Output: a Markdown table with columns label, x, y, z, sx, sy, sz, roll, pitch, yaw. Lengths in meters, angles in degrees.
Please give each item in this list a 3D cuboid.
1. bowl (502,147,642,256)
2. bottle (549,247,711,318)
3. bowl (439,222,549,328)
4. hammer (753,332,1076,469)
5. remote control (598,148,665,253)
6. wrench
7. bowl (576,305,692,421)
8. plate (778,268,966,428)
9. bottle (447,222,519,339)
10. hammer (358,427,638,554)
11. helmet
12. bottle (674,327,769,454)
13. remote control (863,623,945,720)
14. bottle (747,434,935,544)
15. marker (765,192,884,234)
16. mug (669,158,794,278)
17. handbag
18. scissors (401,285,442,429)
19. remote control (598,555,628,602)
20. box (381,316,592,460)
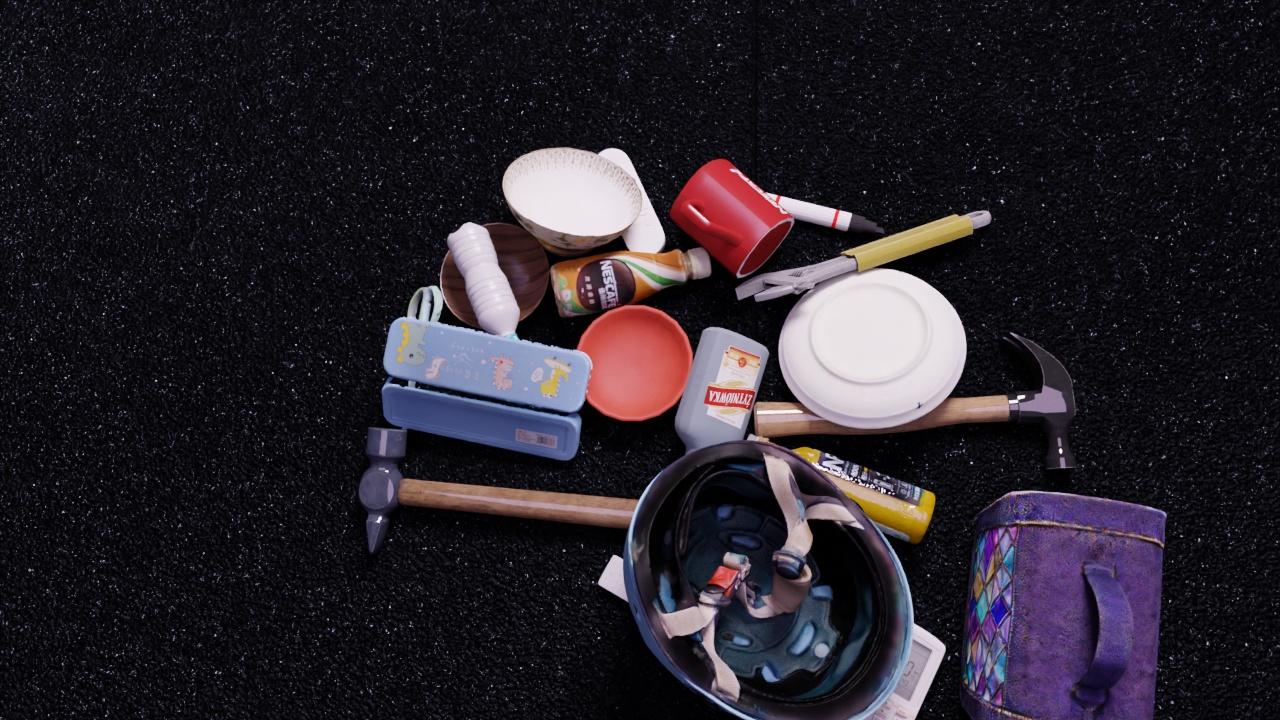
| label | x | y | z | sx | sy | sz | roll | pitch | yaw |
| --- | --- | --- | --- | --- | --- | --- | --- | --- | --- |
| bowl | -0.075 | -0.157 | 0.970 | 0.145 | 0.063 | 0.145 | 7 | 48 | -8 |
| bottle | -0.009 | -0.088 | 0.966 | 0.167 | 0.059 | 0.059 | -12 | 76 | -5 |
| bowl | -0.155 | -0.087 | 0.994 | 0.119 | 0.032 | 0.119 | -2 | 77 | 6 |
| hammer | 0.267 | 0.047 | 0.915 | 0.305 | 0.040 | 0.132 | -3 | 80 | 7 |
| remote control | -0.013 | -0.172 | 1.007 | 0.043 | 0.013 | 0.136 | -24 | 76 | 1 |
| wrench | 0.232 | -0.108 | 0.945 | 0.273 | 0.083 | 0.018 | -19 | 107 | -5 |
| bowl | -0.006 | 0.006 | 0.954 | 0.122 | 0.035 | 0.122 | -2 | 77 | 6 |
| plate | 0.227 | -0.022 | 0.908 | 0.182 | 0.034 | 0.182 | -7 | 60 | 12 |
| bottle | -0.159 | -0.076 | 0.951 | 0.044 | 0.044 | 0.136 | -24 | 76 | 1 |
| hammer | -0.129 | 0.146 | 0.936 | 0.322 | 0.040 | 0.129 | 5 | 87 | 6 |
| helmet | 0.108 | 0.205 | 0.825 | 0.265 | 0.167 | 0.225 | 41 | 71 | 10 |
| bottle | 0.074 | 0.053 | 0.918 | 0.072 | 0.046 | 0.161 | 22 | 82 | -28 |
| remote control | 0.229 | 0.309 | 0.851 | 0.060 | 0.025 | 0.138 | 30 | 72 | 7 |
| bottle | 0.188 | 0.121 | 0.896 | 0.186 | 0.053 | 0.053 | 20 | 80 | 11 |
| marker | 0.187 | -0.155 | 0.976 | 0.146 | 0.019 | 0.019 | 16 | 79 | 10 |
| mug | 0.087 | -0.143 | 0.936 | 0.096 | 0.116 | 0.081 | 44 | 120 | 14 |
| handbag | 0.354 | 0.222 | 0.766 | 0.125 | 0.222 | 0.204 | 8 | 79 | 8 |
| scissors | -0.241 | 0.005 | 0.986 | 0.065 | 0.033 | 0.174 | 3 | 79 | 46 |
| remote control | 0.022 | 0.239 | 0.909 | 0.131 | 0.012 | 0.033 | 28 | 79 | 12 |
| box | -0.159 | 0.032 | 0.928 | 0.209 | 0.039 | 0.127 | 11 | 113 | 2 |
